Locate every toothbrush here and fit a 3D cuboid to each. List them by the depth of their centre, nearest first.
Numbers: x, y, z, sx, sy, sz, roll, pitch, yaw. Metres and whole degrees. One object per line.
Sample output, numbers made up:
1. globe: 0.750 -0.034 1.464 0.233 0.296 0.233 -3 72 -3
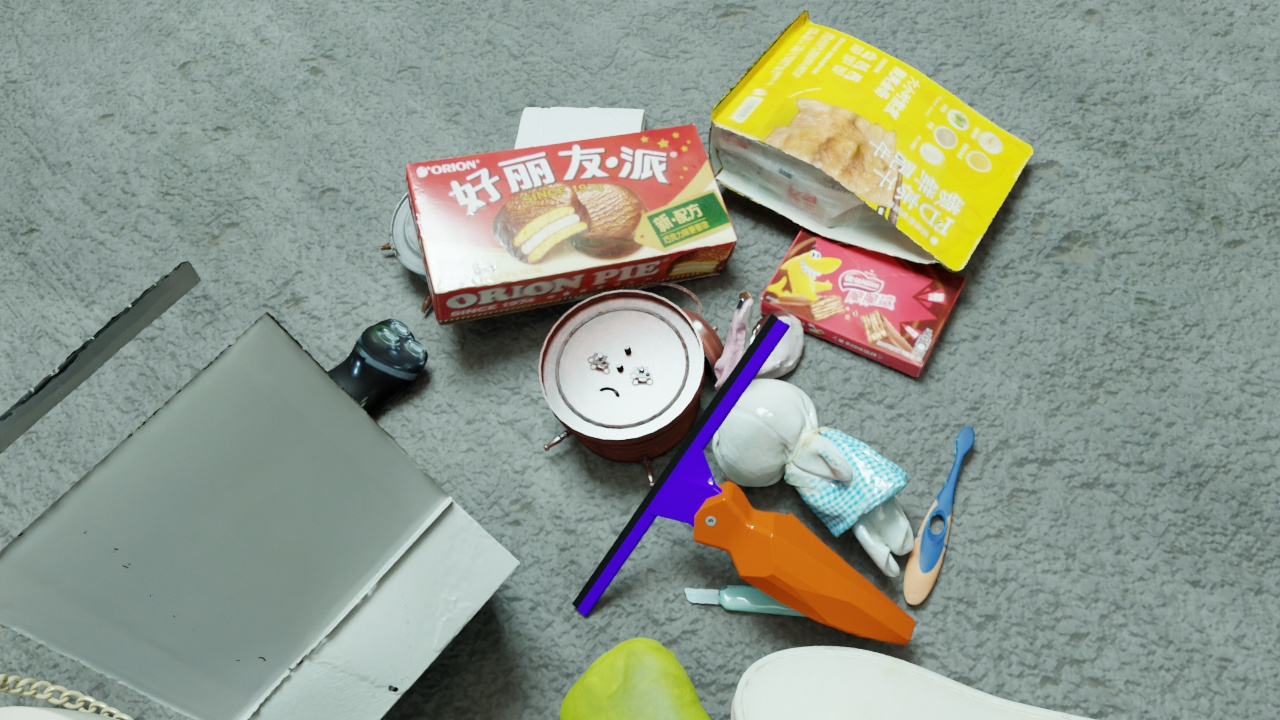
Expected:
1. toothbrush: 0.207 0.106 0.633 0.021 0.017 0.134 18 69 20

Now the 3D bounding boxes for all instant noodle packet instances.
1. instant noodle packet: 0.186 -0.169 0.740 0.222 0.084 0.162 30 59 15

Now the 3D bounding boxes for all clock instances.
1. clock: -0.004 0.004 0.680 0.120 0.072 0.157 17 67 16
2. clock: -0.144 -0.115 0.771 0.147 0.056 0.104 -33 65 -8

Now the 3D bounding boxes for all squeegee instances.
1. squeegee: 0.091 0.124 0.578 0.185 0.055 0.250 32 111 -1

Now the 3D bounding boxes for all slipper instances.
1. slipper: 0.186 0.236 0.530 0.275 0.054 0.113 9 38 20

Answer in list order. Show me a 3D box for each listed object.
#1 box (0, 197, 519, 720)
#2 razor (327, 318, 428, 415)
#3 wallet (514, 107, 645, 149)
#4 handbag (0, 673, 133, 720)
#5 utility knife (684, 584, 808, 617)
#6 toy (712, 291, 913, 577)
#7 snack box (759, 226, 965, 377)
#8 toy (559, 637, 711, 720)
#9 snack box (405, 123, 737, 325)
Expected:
1. box: -0.183 0.109 0.481 0.150 0.369 0.166 34 71 25
2. razor: -0.231 0.022 0.706 0.140 0.064 0.053 -38 63 -13
3. wallet: -0.055 -0.196 0.815 0.116 0.032 0.086 -2 60 7
4. handbag: -0.381 0.321 0.550 0.211 0.103 0.208 16 70 17
5. utility knife: 0.093 0.161 0.618 0.129 0.015 0.022 1 59 10
6. toy: 0.110 0.064 0.637 0.106 0.131 0.205 -41 72 20
7. snack box: 0.171 -0.051 0.713 0.133 0.021 0.089 24 67 19
8. toy: 0.003 0.229 0.567 0.090 0.051 0.110 -44 49 -7
9. snack box: -0.054 -0.108 0.717 0.236 0.060 0.113 -11 70 -14
